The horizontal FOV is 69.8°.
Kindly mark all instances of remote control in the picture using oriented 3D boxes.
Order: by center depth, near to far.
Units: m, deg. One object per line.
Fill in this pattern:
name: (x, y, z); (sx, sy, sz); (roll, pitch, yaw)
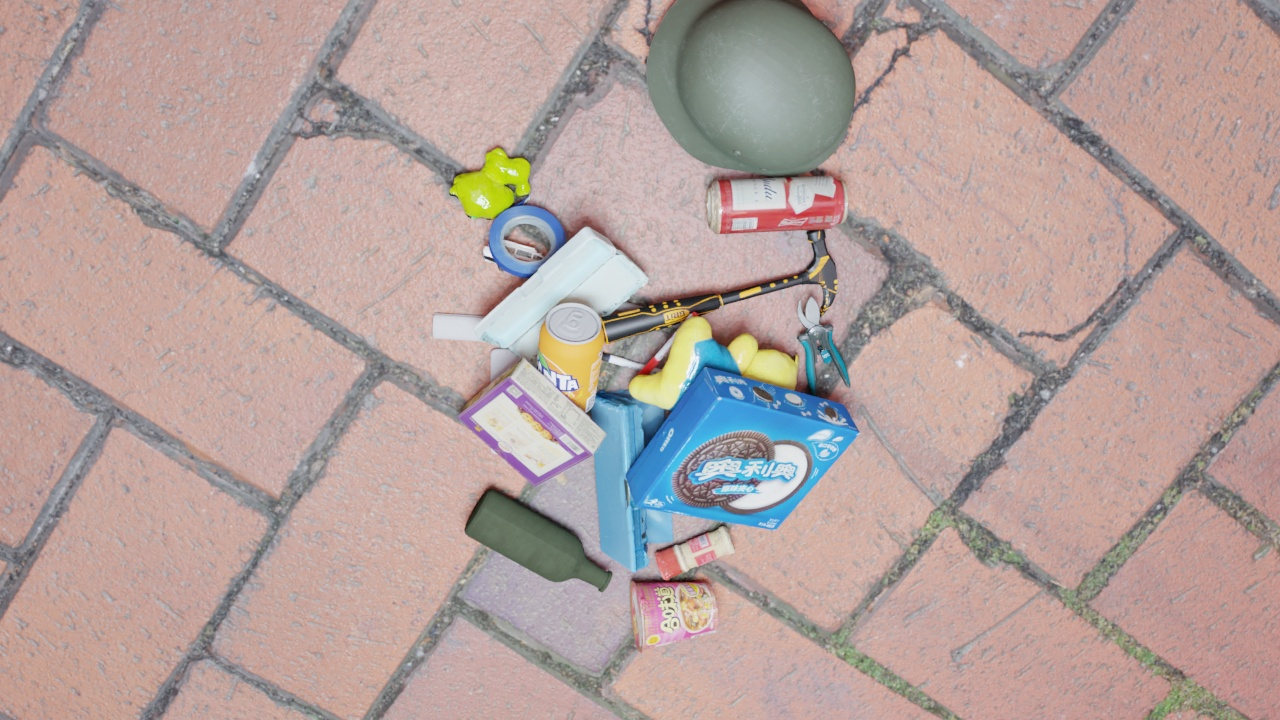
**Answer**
remote control: (-0.204, -0.041, 1.192); (0.131, 0.012, 0.033); (4, 104, -4)
remote control: (-0.176, 0.056, 1.220); (0.045, 0.008, 0.147); (1, 104, -4)

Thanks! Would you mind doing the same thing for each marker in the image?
marker: (0.029, -0.011, 1.173); (0.013, 0.012, 0.142); (35, 120, -11)
marker: (-0.006, -0.065, 1.196); (0.140, 0.016, 0.016); (15, 103, -7)
marker: (-0.007, 0.007, 1.216); (0.152, 0.011, 0.011); (16, 103, -7)

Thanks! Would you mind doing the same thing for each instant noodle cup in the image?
instant noodle cup: (0.046, 0.347, 1.269); (0.108, 0.097, 0.098); (-4, 104, -11)

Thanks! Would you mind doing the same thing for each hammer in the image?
hammer: (0.101, -0.074, 1.178); (0.320, 0.036, 0.123); (-16, 110, -6)

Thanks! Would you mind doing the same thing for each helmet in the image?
helmet: (0.153, -0.319, 1.070); (0.267, 0.153, 0.227); (30, 101, -22)

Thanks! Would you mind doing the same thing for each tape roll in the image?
tape roll: (-0.141, -0.148, 1.139); (0.091, 0.016, 0.093); (-42, 87, -17)

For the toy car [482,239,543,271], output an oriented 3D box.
toy car: (-0.143, -0.127, 1.163); (0.113, 0.039, 0.039); (14, 82, -7)

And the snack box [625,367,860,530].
snack box: (0.130, 0.119, 1.158); (0.238, 0.056, 0.196); (15, 124, -31)

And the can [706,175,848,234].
can: (0.169, -0.194, 1.146); (0.170, 0.067, 0.067); (-3, 104, -2)

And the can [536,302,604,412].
can: (-0.089, 0.002, 1.145); (0.079, 0.079, 0.143); (6, 137, -5)

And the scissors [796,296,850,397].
scissors: (0.240, -0.011, 1.213); (0.153, 0.019, 0.128); (24, 110, -17)

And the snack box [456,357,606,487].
snack box: (-0.140, 0.083, 1.161); (0.143, 0.040, 0.148); (44, 138, -13)

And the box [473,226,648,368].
box: (-0.100, -0.074, 1.146); (0.197, 0.049, 0.136); (-39, 139, 16)

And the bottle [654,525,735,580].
bottle: (0.075, 0.266, 1.270); (0.109, 0.044, 0.044); (-22, 104, 2)

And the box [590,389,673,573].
box: (0.000, 0.153, 1.232); (0.102, 0.094, 0.232); (-12, 106, -30)

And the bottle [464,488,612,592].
bottle: (-0.133, 0.251, 1.240); (0.207, 0.071, 0.071); (31, 100, -10)

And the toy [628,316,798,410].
toy: (0.110, 0.033, 1.169); (0.213, 0.084, 0.149); (22, 118, -33)

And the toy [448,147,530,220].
toy: (-0.184, -0.217, 1.138); (0.094, 0.036, 0.093); (18, 97, -14)
